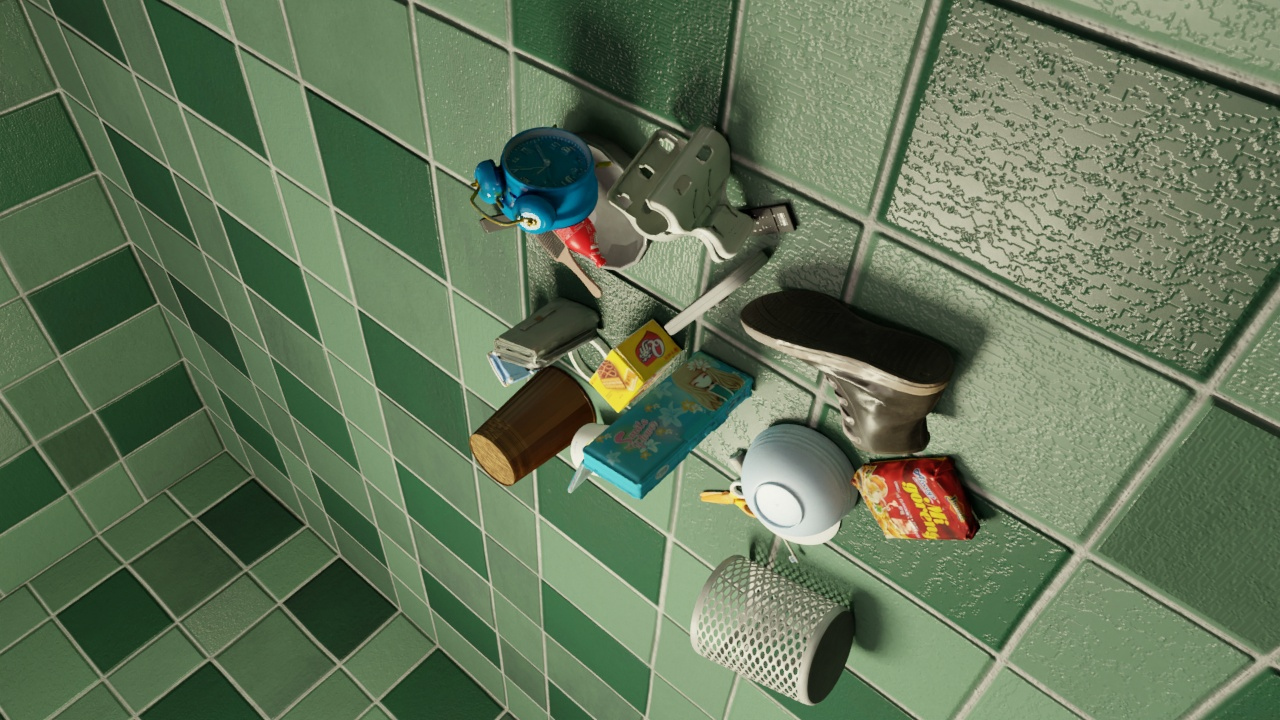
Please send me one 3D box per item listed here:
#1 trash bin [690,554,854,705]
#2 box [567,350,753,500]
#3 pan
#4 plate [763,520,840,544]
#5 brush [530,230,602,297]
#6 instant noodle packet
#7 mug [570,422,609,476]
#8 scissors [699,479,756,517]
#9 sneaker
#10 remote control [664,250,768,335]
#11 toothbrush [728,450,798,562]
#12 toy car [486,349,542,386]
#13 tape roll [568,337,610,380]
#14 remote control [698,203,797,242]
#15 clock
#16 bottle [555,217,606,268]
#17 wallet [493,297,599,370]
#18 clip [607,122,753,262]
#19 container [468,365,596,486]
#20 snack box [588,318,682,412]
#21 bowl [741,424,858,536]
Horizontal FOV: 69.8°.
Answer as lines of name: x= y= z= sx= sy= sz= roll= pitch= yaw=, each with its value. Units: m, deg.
trash bin: x=0.191 y=0.384 z=1.307 sx=0.183 sy=0.156 sz=0.157 roll=18 pitch=135 yaw=36
box: x=0.014 y=0.076 z=1.139 sx=0.172 sy=0.226 sz=0.084 roll=-5 pitch=118 yaw=51
pan: x=-0.105 y=-0.197 z=1.181 sx=0.358 sy=0.041 sz=0.179 roll=0 pitch=122 yaw=50
plate: x=0.198 y=0.194 z=1.213 sx=0.135 sy=0.011 sz=0.135 roll=20 pitch=131 yaw=25
brush: x=-0.099 y=-0.131 z=1.186 sx=0.135 sy=0.015 sz=0.050 roll=49 pitch=152 yaw=1
instant noodle packet: x=0.313 y=0.160 z=1.045 sx=0.136 sy=0.039 sz=0.098 roll=-14 pitch=104 yaw=55
mug: x=-0.044 y=0.141 z=1.405 sx=0.106 sy=0.082 sz=0.082 roll=8 pitch=128 yaw=47
scissors: x=0.126 y=0.196 z=1.321 sx=0.129 sy=0.013 sz=0.065 roll=-4 pitch=119 yaw=50
sneaker: x=0.209 y=0.010 z=0.978 sx=0.235 sy=0.095 sz=0.120 roll=22 pitch=138 yaw=26
remote control: x=0.088 y=-0.076 z=1.043 sx=0.019 sy=0.074 sz=0.151 roll=51 pitch=147 yaw=-2
toothbrush: x=0.176 y=0.204 z=1.264 sx=0.185 sy=0.024 sz=0.022 roll=59 pitch=-171 yaw=-14
toy car: x=-0.179 y=-0.003 z=1.382 sx=0.055 sy=0.153 sz=0.056 roll=-29 pitch=91 yaw=19
tape roll: x=-0.071 y=-0.002 z=1.358 sx=0.093 sy=0.013 sz=0.093 roll=30 pitch=141 yaw=27
remote control: x=0.111 y=-0.149 z=1.003 sx=0.140 sy=0.009 sz=0.030 roll=1 pitch=123 yaw=49
clock: x=-0.115 y=-0.194 z=1.011 sx=0.117 sy=0.161 sz=0.060 roll=36 pitch=147 yaw=16
bottle: x=-0.088 y=-0.172 z=1.107 sx=0.141 sy=0.041 sz=0.042 roll=53 pitch=147 yaw=-4
wallet: x=-0.131 y=-0.036 z=1.290 sx=0.100 sy=0.131 sz=0.054 roll=11 pitch=127 yaw=43
clip: x=0.057 y=-0.172 z=0.945 sx=0.152 sy=0.126 sz=0.105 roll=34 pitch=153 yaw=0
container: x=-0.174 y=0.108 z=1.447 sx=0.132 sy=0.166 sz=0.132 roll=31 pitch=142 yaw=27
snack box: x=-0.007 y=0.007 z=1.229 sx=0.061 sy=0.083 sz=0.106 roll=47 pitch=148 yaw=5
bowl: x=0.185 y=0.161 z=1.136 sx=0.151 sy=0.074 sz=0.151 roll=18 pitch=127 yaw=27
